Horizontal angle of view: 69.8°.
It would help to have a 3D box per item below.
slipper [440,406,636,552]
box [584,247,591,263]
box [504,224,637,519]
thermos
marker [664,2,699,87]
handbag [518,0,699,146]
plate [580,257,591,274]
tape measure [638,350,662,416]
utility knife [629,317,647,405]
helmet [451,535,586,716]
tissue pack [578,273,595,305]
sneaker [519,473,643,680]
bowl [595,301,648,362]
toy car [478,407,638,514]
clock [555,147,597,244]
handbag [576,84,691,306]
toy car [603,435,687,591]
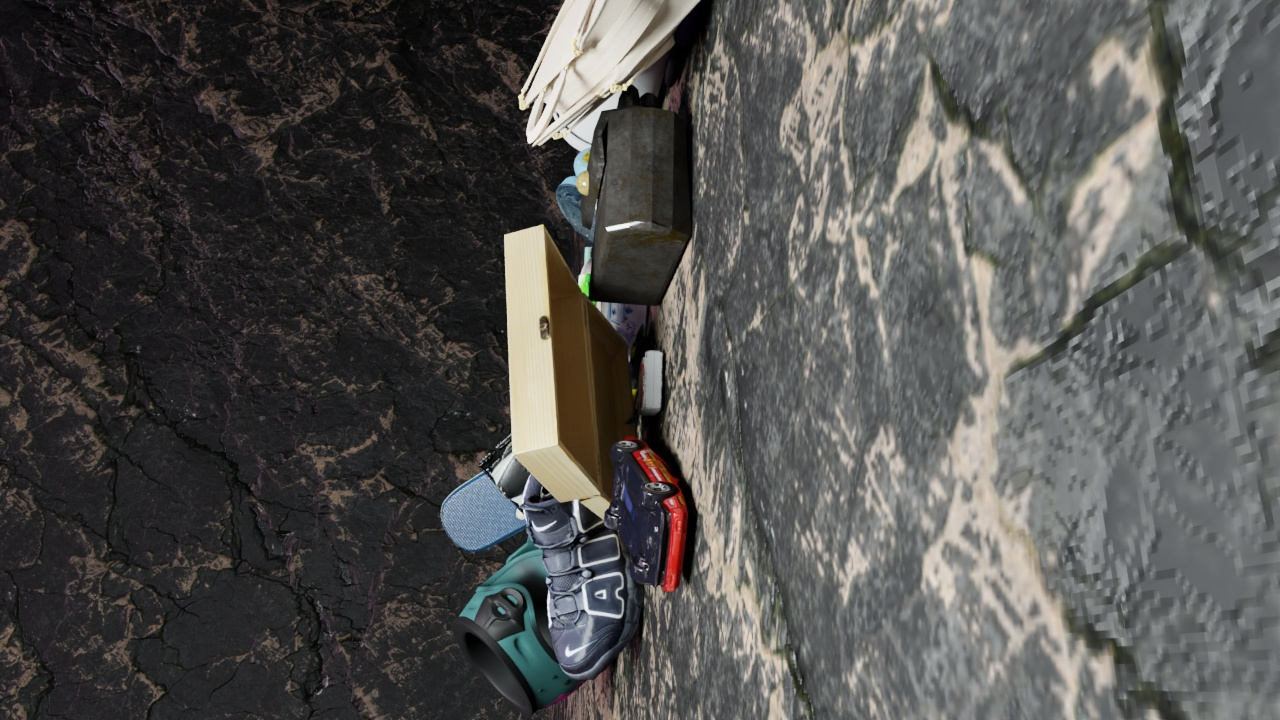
[{"bbox_3d":[-0.123,0.139,1.169,0.118,0.295,0.060,54,-173,6],"label":"slipper"},{"bbox_3d":[-0.075,-0.068,1.450,0.139,0.052,0.186,49,-144,-57],"label":"box"},{"bbox_3d":[-0.062,0.029,0.952,0.253,0.068,0.246,46,-148,-52],"label":"box"},{"bbox_3d":[-0.021,-0.342,1.042,0.222,0.131,0.131,123,151,-60],"label":"thermos"},{"bbox_3d":[0.041,-0.315,0.922,0.018,0.015,0.134,-59,-1,-18],"label":"marker"},{"bbox_3d":[-0.045,-0.273,0.838,0.197,0.101,0.195,-58,19,-14],"label":"handbag"},{"bbox_3d":[-0.062,-0.079,1.397,0.156,0.014,0.157,-2,-90,-73],"label":"plate"},{"bbox_3d":[0.011,0.026,0.955,0.062,0.020,0.060,118,155,-74],"label":"tape measure"},{"bbox_3d":[-0.007,0.007,1.122,0.173,0.020,0.028,105,165,-52],"label":"utility knife"},{"bbox_3d":[-0.117,0.309,1.153,0.199,0.176,0.275,-43,-26,-28],"label":"helmet"},{"bbox_3d":[-0.049,-0.066,1.239,0.113,0.034,0.099,7,-95,-58],"label":"tissue pack"},{"bbox_3d":[-0.075,0.200,0.969,0.150,0.097,0.252,39,-138,-51],"label":"sneaker"},{"bbox_3d":[-0.027,-0.071,1.161,0.151,0.056,0.150,-177,91,-82],"label":"bowl"},{"bbox_3d":[-0.100,0.097,1.094,0.192,0.094,0.071,-42,1,1],"label":"toy car"},{"bbox_3d":[-0.038,-0.192,1.099,0.060,0.118,0.162,-52,3,-21],"label":"clock"},{"bbox_3d":[-0.014,-0.182,0.930,0.198,0.102,0.199,115,158,-71],"label":"handbag"},{"bbox_3d":[0.006,0.129,0.806,0.189,0.056,0.081,-130,43,-72],"label":"toy car"}]
